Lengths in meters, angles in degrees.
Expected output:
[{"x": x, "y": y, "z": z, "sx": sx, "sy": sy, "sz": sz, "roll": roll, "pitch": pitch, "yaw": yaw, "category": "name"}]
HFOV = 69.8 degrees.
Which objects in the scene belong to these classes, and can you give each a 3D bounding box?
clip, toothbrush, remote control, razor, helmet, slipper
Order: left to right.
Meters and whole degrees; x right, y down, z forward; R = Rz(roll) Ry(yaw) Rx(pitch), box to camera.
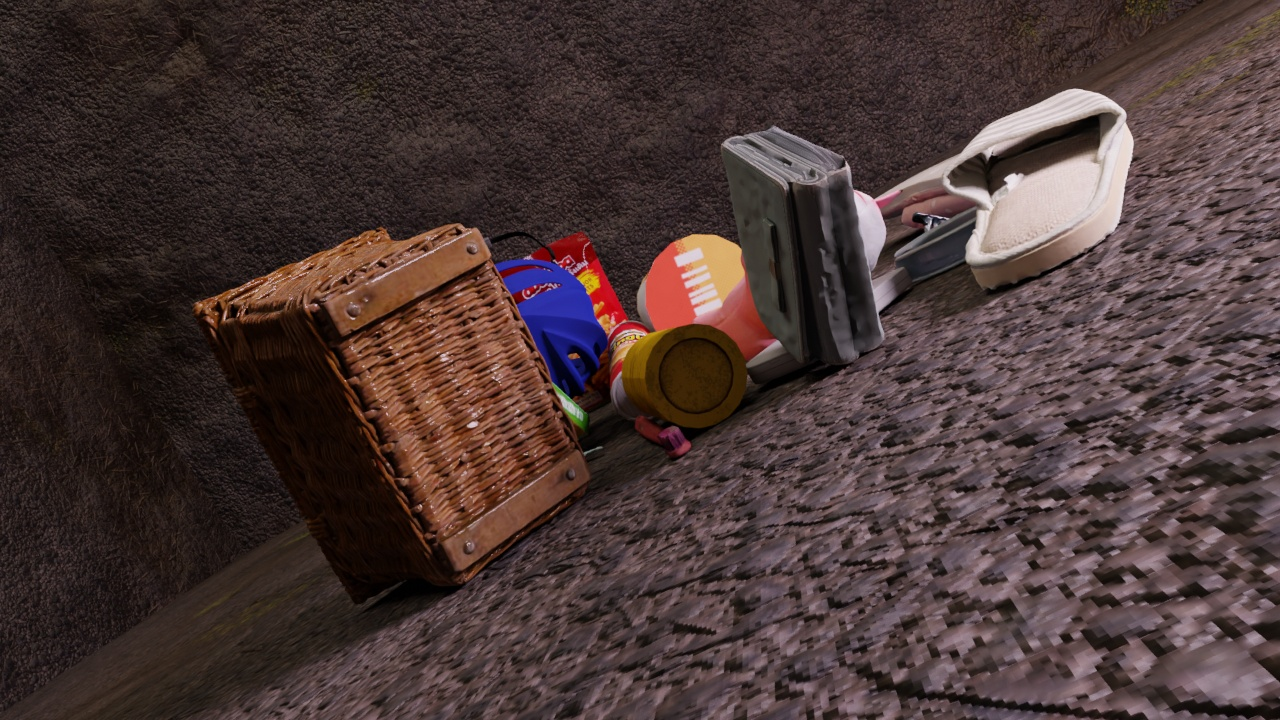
[{"x": -0.128, "y": -0.053, "z": 0.912, "sx": 0.147, "sy": 0.227, "sz": 0.242, "roll": -26, "pitch": -20, "yaw": -7, "category": "helmet"}, {"x": 0.011, "y": 0.050, "z": 0.660, "sx": 0.016, "sy": 0.016, "sz": 0.190, "roll": -32, "pitch": 4, "yaw": -5, "category": "toothbrush"}, {"x": 0.136, "y": -0.024, "z": 0.659, "sx": 0.074, "sy": 0.019, "sz": 0.150, "roll": -26, "pitch": 5, "yaw": 45, "category": "remote control"}, {"x": 0.268, "y": -0.112, "z": 0.801, "sx": 0.043, "sy": 0.022, "sz": 0.144, "roll": 10, "pitch": 14, "yaw": 5, "category": "razor"}, {"x": 0.320, "y": -0.173, "z": 0.931, "sx": 0.114, "sy": 0.054, "sz": 0.274, "roll": -31, "pitch": 7, "yaw": -11, "category": "slipper"}, {"x": 0.272, "y": -0.112, "z": 0.702, "sx": 0.163, "sy": 0.028, "sz": 0.114, "roll": -28, "pitch": 6, "yaw": 21, "category": "clip"}, {"x": 0.256, "y": -0.124, "z": 0.593, "sx": 0.115, "sy": 0.054, "sz": 0.271, "roll": -19, "pitch": 21, "yaw": 31, "category": "slipper"}]

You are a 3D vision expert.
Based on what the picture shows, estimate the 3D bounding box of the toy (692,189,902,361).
[{"x": 0.138, "y": -0.077, "z": 0.785, "sx": 0.212, "sy": 0.084, "sz": 0.142, "roll": -38, "pitch": -14, "yaw": -45, "category": "toy"}]

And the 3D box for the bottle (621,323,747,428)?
[{"x": 0.026, "y": 0.011, "z": 0.682, "sx": 0.071, "sy": 0.071, "sz": 0.164, "roll": -31, "pitch": 4, "yaw": -7, "category": "bottle"}]

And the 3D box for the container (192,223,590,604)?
[{"x": -0.157, "y": 0.032, "z": 0.635, "sx": 0.161, "sy": 0.250, "sz": 0.184, "roll": -33, "pitch": 15, "yaw": -36, "category": "container"}]

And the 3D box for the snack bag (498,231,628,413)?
[{"x": -0.083, "y": -0.044, "z": 1.153, "sx": 0.139, "sy": 0.208, "sz": 0.066, "roll": -30, "pitch": 4, "yaw": -5, "category": "snack bag"}]

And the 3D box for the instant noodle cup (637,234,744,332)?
[{"x": 0.053, "y": -0.067, "z": 1.003, "sx": 0.123, "sy": 0.123, "sz": 0.121, "roll": -31, "pitch": 6, "yaw": -10, "category": "instant noodle cup"}]

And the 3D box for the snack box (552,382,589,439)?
[{"x": -0.146, "y": 0.039, "z": 0.815, "sx": 0.132, "sy": 0.168, "sz": 0.027, "roll": -27, "pitch": 37, "yaw": 24, "category": "snack box"}]

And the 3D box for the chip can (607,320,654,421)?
[{"x": -0.005, "y": 0.005, "z": 0.874, "sx": 0.052, "sy": 0.052, "sz": 0.214, "roll": -30, "pitch": 12, "yaw": 4, "category": "chip can"}]

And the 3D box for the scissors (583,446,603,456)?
[{"x": -0.089, "y": 0.102, "z": 0.807, "sx": 0.092, "sy": 0.032, "sz": 0.175, "roll": -29, "pitch": -1, "yaw": -26, "category": "scissors"}]

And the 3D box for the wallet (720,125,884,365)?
[{"x": 0.094, "y": -0.069, "z": 0.551, "sx": 0.054, "sy": 0.132, "sz": 0.100, "roll": -26, "pitch": 34, "yaw": -15, "category": "wallet"}]
